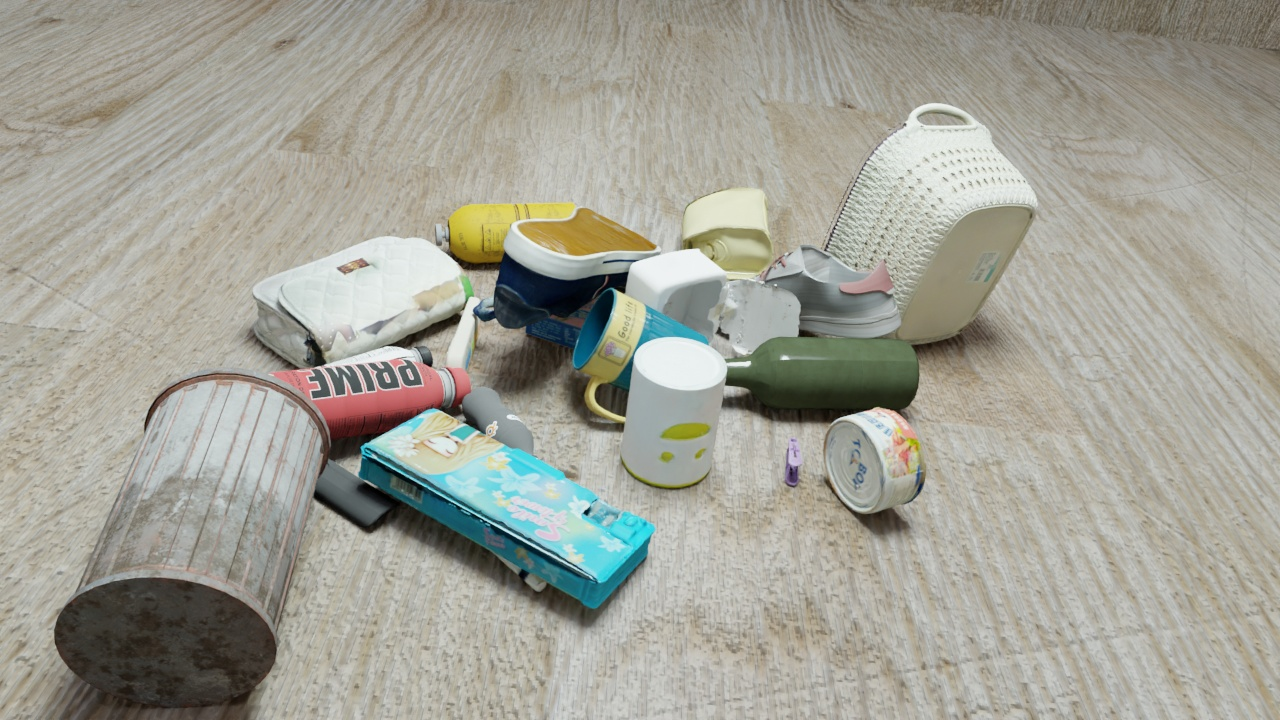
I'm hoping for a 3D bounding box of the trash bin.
[{"bbox_3d":[-0.292,0.108,0.627,0.130,0.131,0.210,1,36,-9],"label":"trash bin"}]

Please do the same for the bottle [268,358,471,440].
[{"bbox_3d":[-0.233,0.032,0.800,0.176,0.062,0.062,-7,35,-37],"label":"bottle"}]

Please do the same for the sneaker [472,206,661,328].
[{"bbox_3d":[-0.073,-0.085,0.949,0.121,0.127,0.293,30,22,11],"label":"sneaker"}]

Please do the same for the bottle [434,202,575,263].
[{"bbox_3d":[-0.160,-0.152,1.091,0.163,0.071,0.071,-4,35,-16],"label":"bottle"}]

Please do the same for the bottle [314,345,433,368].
[{"bbox_3d":[-0.250,0.012,0.856,0.115,0.041,0.041,-20,42,-35],"label":"bottle"}]

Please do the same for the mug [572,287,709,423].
[{"bbox_3d":[-0.005,0.005,0.866,0.107,0.113,0.083,25,-13,-20],"label":"mug"}]

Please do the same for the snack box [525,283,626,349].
[{"bbox_3d":[-0.052,-0.064,1.012,0.088,0.033,0.153,19,35,16],"label":"snack box"}]

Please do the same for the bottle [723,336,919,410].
[{"bbox_3d":[0.165,0.013,0.904,0.206,0.072,0.071,1,34,-9],"label":"bottle"}]

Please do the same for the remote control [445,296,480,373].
[{"bbox_3d":[-0.176,-0.019,0.918,0.018,0.038,0.125,6,34,-2],"label":"remote control"}]

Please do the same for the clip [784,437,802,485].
[{"bbox_3d":[0.138,0.088,0.828,0.013,0.033,0.051,8,33,3],"label":"clip"}]

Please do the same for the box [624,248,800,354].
[{"bbox_3d":[0.070,-0.051,0.952,0.189,0.112,0.101,-2,37,-16],"label":"box"}]

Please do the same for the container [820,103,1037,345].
[{"bbox_3d":[0.313,-0.134,1.010,0.184,0.252,0.143,-9,47,-27],"label":"container"}]

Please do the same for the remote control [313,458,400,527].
[{"bbox_3d":[-0.259,0.095,0.753,0.147,0.015,0.033,25,37,25],"label":"remote control"}]

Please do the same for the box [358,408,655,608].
[{"bbox_3d":[-0.106,0.109,0.721,0.227,0.039,0.093,24,28,19],"label":"box"}]

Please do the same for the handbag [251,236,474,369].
[{"bbox_3d":[-0.285,-0.064,0.935,0.139,0.073,0.194,28,39,27],"label":"handbag"}]

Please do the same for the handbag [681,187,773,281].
[{"bbox_3d":[0.107,-0.158,1.148,0.111,0.081,0.119,0,35,3],"label":"handbag"}]

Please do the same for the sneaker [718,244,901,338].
[{"bbox_3d":[0.162,-0.082,0.985,0.236,0.089,0.099,6,22,31],"label":"sneaker"}]

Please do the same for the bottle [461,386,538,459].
[{"bbox_3d":[-0.120,0.063,0.806,0.036,0.036,0.110,-17,40,-31],"label":"bottle"}]

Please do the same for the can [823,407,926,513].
[{"bbox_3d":[0.199,0.086,0.786,0.043,0.086,0.086,-12,38,-24],"label":"can"}]

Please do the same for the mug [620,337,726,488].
[{"bbox_3d":[0.028,0.045,0.799,0.082,0.106,0.082,4,33,-3],"label":"mug"}]

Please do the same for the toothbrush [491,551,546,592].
[{"bbox_3d":[-0.141,0.127,0.729,0.187,0.012,0.017,32,33,32],"label":"toothbrush"}]
